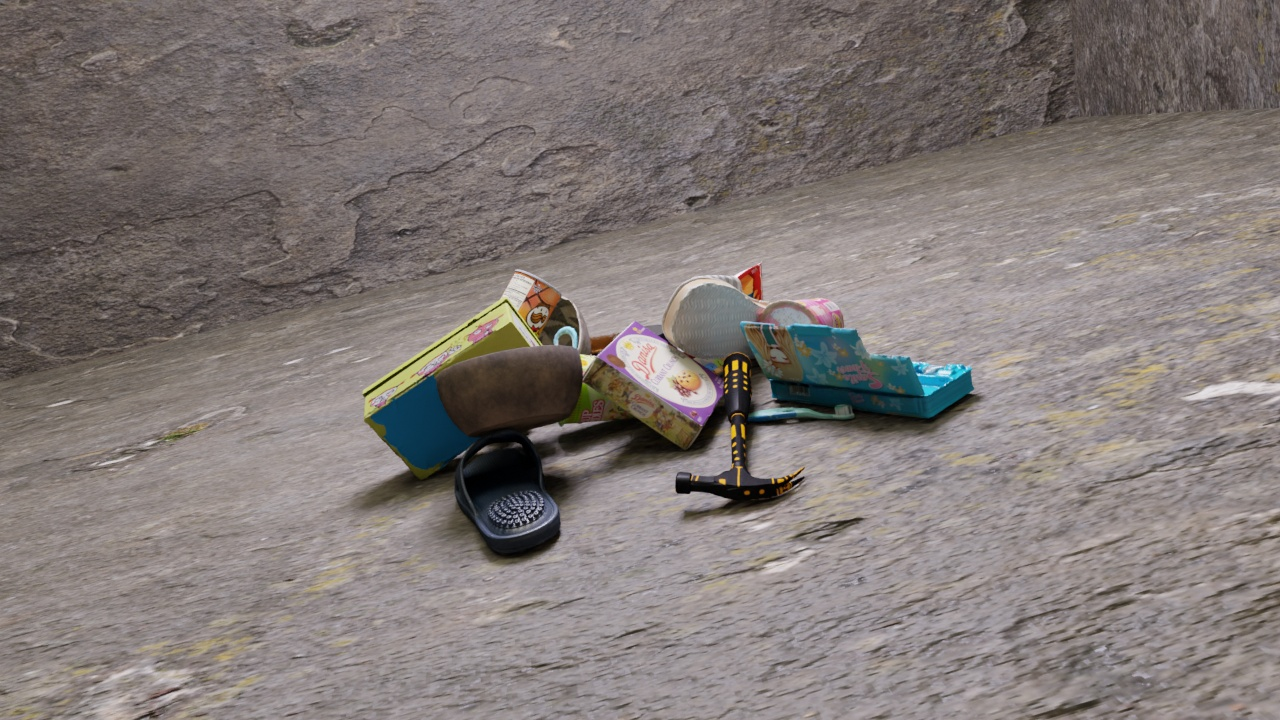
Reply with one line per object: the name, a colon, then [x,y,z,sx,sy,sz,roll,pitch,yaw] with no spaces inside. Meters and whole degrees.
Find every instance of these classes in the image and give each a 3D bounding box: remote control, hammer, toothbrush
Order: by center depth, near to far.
hammer: [0.110,0.064,1.004,0.123,0.036,0.319,0,22,6]
toothbrush: [0.177,0.060,1.045,0.135,0.017,0.022,-4,18,30]
remote control: [0.101,0.005,1.280,0.125,0.038,0.018,-28,-22,-44]

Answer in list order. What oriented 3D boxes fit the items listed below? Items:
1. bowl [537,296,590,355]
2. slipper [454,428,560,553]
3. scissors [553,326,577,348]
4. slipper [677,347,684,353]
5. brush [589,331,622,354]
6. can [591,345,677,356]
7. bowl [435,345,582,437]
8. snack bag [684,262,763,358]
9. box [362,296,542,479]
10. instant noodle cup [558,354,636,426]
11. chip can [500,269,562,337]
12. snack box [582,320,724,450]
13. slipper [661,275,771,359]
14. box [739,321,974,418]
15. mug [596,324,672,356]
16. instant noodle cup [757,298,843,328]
bowl: [-0.132,0.004,1.333,0.179,0.081,0.178,-23,49,29]
slipper: [-0.152,0.122,0.980,0.101,0.082,0.263,-19,16,-13]
scissors: [-0.075,0.016,1.231,0.140,0.134,0.011,-6,-17,13]
slipper: [0.074,-0.042,1.445,0.098,0.055,0.269,-29,20,-36]
brush: [-0.026,-0.030,1.371,0.126,0.017,0.048,-8,16,18]
can: [-0.005,-0.004,1.382,0.130,0.044,0.129,-12,15,3]
bowl: [-0.140,0.038,1.017,0.162,0.070,0.162,-12,-9,-2]
snack bag: [0.115,-0.063,1.299,0.144,0.131,0.039,-35,60,-12]
box: [-0.222,0.036,1.138,0.221,0.124,0.082,-34,29,6]
instant noodle cup: [-0.048,0.037,1.164,0.108,0.099,0.099,3,11,-13]
chip can: [-0.194,-0.016,1.285,0.075,0.075,0.215,14,73,59]
snack box: [0.021,0.026,1.094,0.148,0.041,0.143,34,26,4]
slipper: [0.112,-0.055,1.225,0.054,0.114,0.272,33,12,35]
box: [0.234,0.016,1.039,0.169,0.086,0.228,20,-9,-38]
mug: [-0.007,0.007,1.259,0.114,0.088,0.078,-10,15,11]
instant noodle cup: [0.225,-0.043,1.254,0.098,0.098,0.108,-2,10,37]
